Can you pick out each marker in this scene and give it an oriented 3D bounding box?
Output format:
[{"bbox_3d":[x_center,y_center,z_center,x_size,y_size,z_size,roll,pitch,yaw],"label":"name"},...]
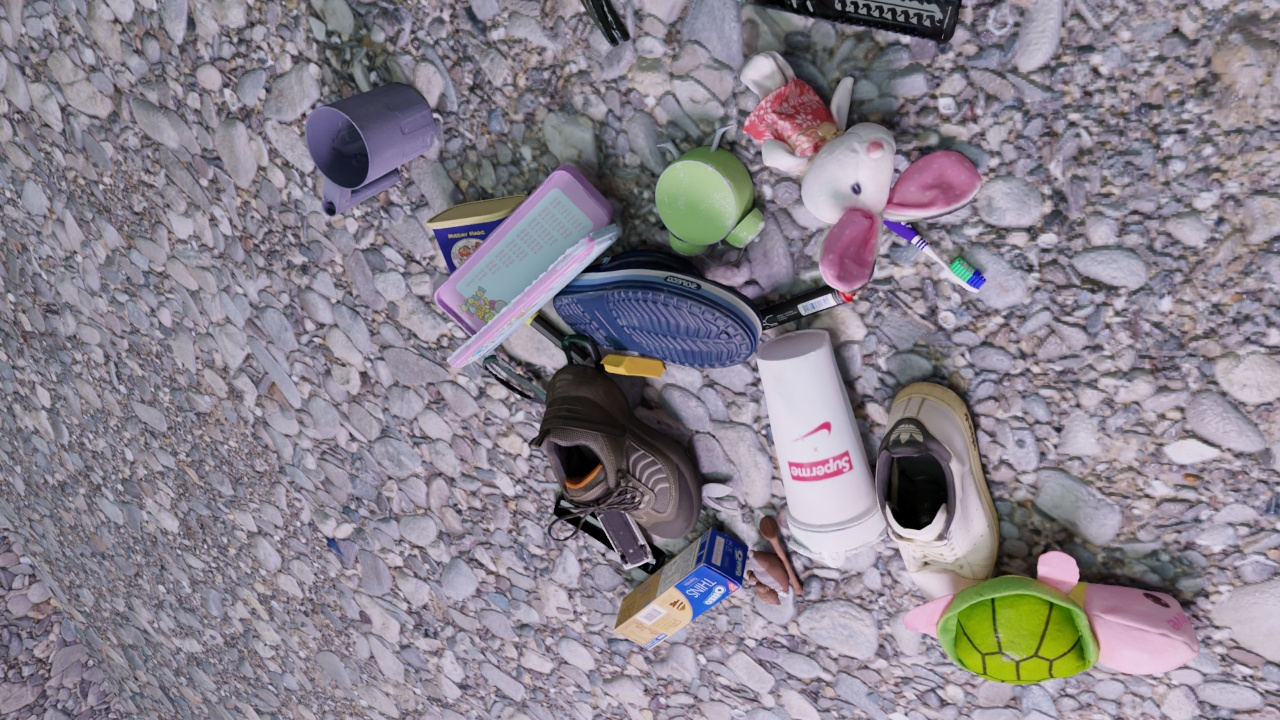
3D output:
[{"bbox_3d":[-0.107,-0.037,1.008,0.124,0.017,0.021,38,165,4],"label":"marker"},{"bbox_3d":[0.131,-0.043,0.845,0.145,0.021,0.023,-19,69,40],"label":"marker"}]

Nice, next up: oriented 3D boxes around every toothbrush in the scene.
[{"bbox_3d":[0.206,-0.118,0.754,0.186,0.015,0.016,40,129,5],"label":"toothbrush"}]

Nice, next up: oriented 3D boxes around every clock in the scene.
[{"bbox_3d":[0.059,-0.140,0.817,0.095,0.042,0.119,-7,115,37],"label":"clock"}]

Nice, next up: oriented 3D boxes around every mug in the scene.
[{"bbox_3d":[-0.278,-0.216,0.943,0.084,0.103,0.124,33,132,10],"label":"mug"}]

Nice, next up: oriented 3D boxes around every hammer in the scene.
[{"bbox_3d":[0.084,-0.291,0.711,0.319,0.032,0.130,19,127,21],"label":"hammer"}]

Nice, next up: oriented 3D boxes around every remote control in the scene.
[{"bbox_3d":[-0.040,0.214,1.124,0.152,0.020,0.041,30,129,11],"label":"remote control"}]

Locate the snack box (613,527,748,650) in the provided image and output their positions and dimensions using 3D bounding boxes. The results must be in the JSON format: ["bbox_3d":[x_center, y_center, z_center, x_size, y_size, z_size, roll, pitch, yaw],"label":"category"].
[{"bbox_3d":[0.046,0.271,1.073,0.057,0.056,0.207,32,133,-11],"label":"snack box"}]

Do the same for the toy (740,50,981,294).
[{"bbox_3d":[0.151,-0.158,0.709,0.194,0.159,0.084,53,165,13],"label":"toy"}]

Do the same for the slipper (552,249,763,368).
[{"bbox_3d":[0.012,-0.061,0.864,0.253,0.095,0.105,8,142,49],"label":"slipper"}]

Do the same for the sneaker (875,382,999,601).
[{"bbox_3d":[0.264,0.144,0.826,0.089,0.102,0.242,-1,119,32],"label":"sneaker"}]

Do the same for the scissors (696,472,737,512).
[{"bbox_3d":[0.033,0.145,1.033,0.156,0.019,0.125,36,132,9],"label":"scissors"}]

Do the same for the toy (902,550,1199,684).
[{"bbox_3d":[0.361,0.242,0.825,0.238,0.087,0.190,-3,131,18],"label":"toy"}]

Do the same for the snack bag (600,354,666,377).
[{"bbox_3d":[-0.005,0.005,0.925,0.026,0.099,0.020,6,89,30],"label":"snack bag"}]

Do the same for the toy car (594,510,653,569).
[{"bbox_3d":[-0.025,0.191,1.087,0.039,0.039,0.113,-23,107,12],"label":"toy car"}]

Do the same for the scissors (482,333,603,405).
[{"bbox_3d":[-0.099,0.017,1.011,0.202,0.015,0.202,28,146,16],"label":"scissors"}]

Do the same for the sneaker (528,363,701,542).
[{"bbox_3d":[-0.025,0.129,0.937,0.101,0.142,0.238,-21,120,37],"label":"sneaker"}]

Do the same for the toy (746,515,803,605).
[{"bbox_3d":[0.140,0.224,0.998,0.055,0.041,0.102,-24,115,6],"label":"toy"}]

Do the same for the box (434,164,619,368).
[{"bbox_3d":[-0.120,-0.079,0.874,0.089,0.092,0.215,44,120,-13],"label":"box"}]

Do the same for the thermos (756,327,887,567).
[{"bbox_3d":[0.165,0.085,0.862,0.099,0.099,0.220,-5,112,35],"label":"thermos"}]

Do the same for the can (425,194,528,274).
[{"bbox_3d":[-0.156,-0.116,0.962,0.116,0.056,0.092,-1,119,33],"label":"can"}]
